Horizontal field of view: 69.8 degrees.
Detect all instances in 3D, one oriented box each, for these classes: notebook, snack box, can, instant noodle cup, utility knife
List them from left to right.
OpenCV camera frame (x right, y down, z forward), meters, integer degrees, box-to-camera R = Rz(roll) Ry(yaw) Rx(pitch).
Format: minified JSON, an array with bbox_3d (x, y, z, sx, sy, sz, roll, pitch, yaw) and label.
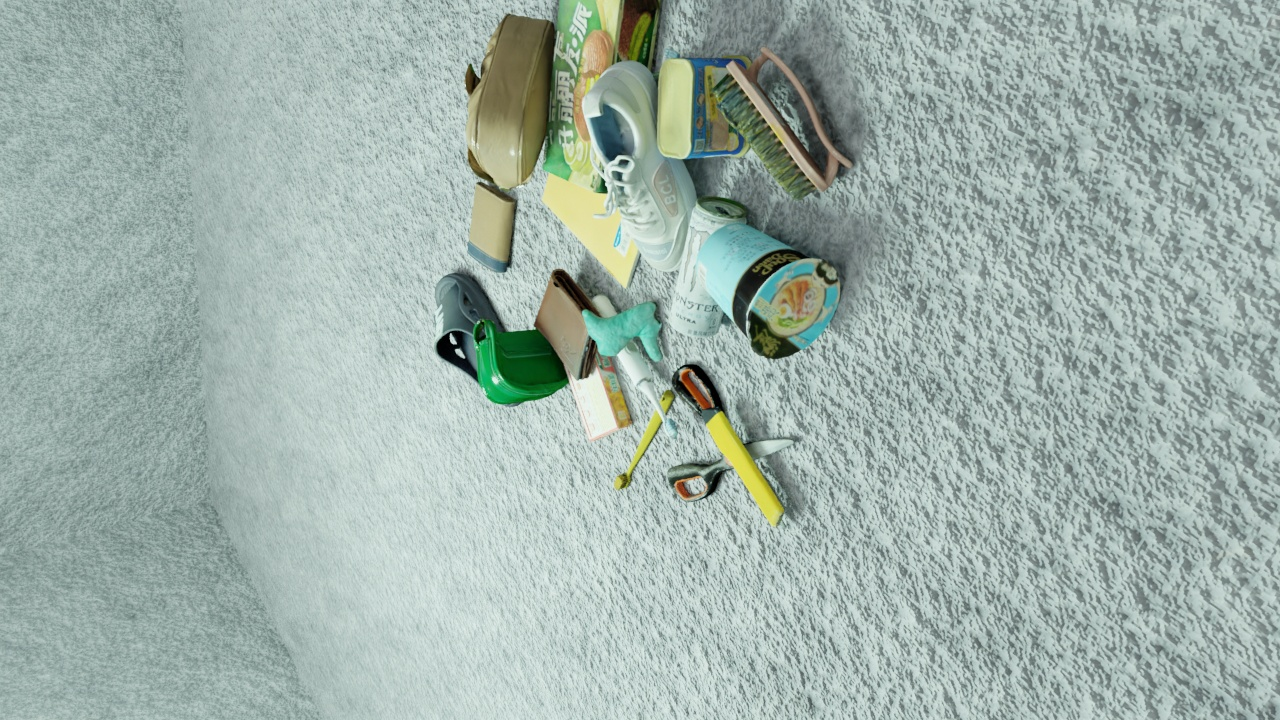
[{"bbox_3d":[-0.065,0.025,1.234,0.077,0.027,0.155,-28,79,52],"label":"snack box"},{"bbox_3d":[-0.055,-0.208,1.163,0.206,0.010,0.146,48,134,32],"label":"notebook"},{"bbox_3d":[-0.047,-0.323,1.066,0.114,0.063,0.240,33,123,42],"label":"snack box"},{"bbox_3d":[0.065,-0.257,0.931,0.057,0.083,0.102,22,118,47],"label":"can"},{"bbox_3d":[0.072,-0.099,0.992,0.058,0.058,0.147,39,130,39],"label":"can"},{"bbox_3d":[0.113,0.114,1.013,0.153,0.015,0.033,59,142,17],"label":"utility knife"},{"bbox_3d":[0.118,-0.078,0.911,0.120,0.111,0.111,48,135,45],"label":"instant noodle cup"}]

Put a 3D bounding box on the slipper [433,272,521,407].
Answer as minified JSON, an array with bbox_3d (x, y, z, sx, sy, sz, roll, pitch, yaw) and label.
[{"bbox_3d":[-0.272,-0.033,1.441,0.268,0.083,0.111,53,135,26],"label":"slipper"}]

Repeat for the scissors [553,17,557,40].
[{"bbox_3d":[-0.124,-0.405,1.191,0.171,0.012,0.140,28,121,44],"label":"scissors"}]

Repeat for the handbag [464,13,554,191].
[{"bbox_3d":[-0.159,-0.316,1.123,0.148,0.100,0.204,98,-177,-65],"label":"handbag"}]

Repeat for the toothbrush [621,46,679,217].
[{"bbox_3d":[0.010,-0.243,1.007,0.027,0.026,0.225,43,143,23],"label":"toothbrush"}]

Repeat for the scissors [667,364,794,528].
[{"bbox_3d":[0.091,0.107,1.062,0.234,0.021,0.222,62,141,20],"label":"scissors"}]

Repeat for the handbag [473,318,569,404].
[{"bbox_3d":[-0.164,-0.003,1.270,0.068,0.131,0.120,-30,74,48],"label":"handbag"}]

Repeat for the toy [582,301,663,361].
[{"bbox_3d":[-0.014,-0.035,1.120,0.092,0.030,0.096,-25,94,10],"label":"toy"}]

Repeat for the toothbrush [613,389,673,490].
[{"bbox_3d":[0.002,0.106,1.181,0.015,0.016,0.191,52,137,28],"label":"toothbrush"}]

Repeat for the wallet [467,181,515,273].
[{"bbox_3d":[-0.223,-0.198,1.367,0.090,0.033,0.115,35,126,38],"label":"wallet"}]

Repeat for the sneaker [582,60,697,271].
[{"bbox_3d":[-0.003,-0.187,0.978,0.090,0.090,0.242,7,132,32],"label":"sneaker"}]

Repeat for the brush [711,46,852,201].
[{"bbox_3d":[0.134,-0.220,0.864,0.073,0.063,0.145,-38,82,20],"label":"brush"}]

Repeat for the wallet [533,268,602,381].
[{"bbox_3d":[-0.096,-0.046,1.205,0.124,0.032,0.101,51,138,33],"label":"wallet"}]

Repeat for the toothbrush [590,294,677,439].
[{"bbox_3d":[-0.007,0.007,1.139,0.221,0.026,0.026,60,153,28],"label":"toothbrush"}]

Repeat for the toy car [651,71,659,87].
[{"bbox_3d":[0.031,-0.295,1.002,0.091,0.036,0.043,5,106,49],"label":"toy car"}]
